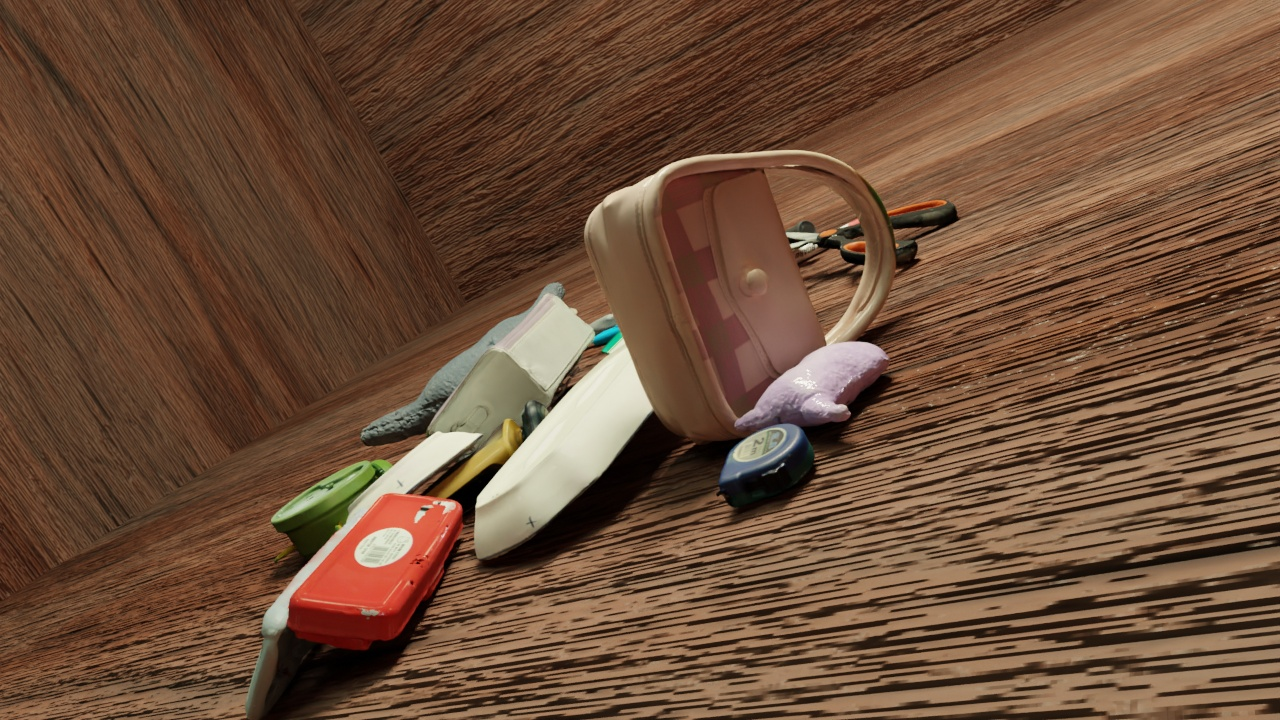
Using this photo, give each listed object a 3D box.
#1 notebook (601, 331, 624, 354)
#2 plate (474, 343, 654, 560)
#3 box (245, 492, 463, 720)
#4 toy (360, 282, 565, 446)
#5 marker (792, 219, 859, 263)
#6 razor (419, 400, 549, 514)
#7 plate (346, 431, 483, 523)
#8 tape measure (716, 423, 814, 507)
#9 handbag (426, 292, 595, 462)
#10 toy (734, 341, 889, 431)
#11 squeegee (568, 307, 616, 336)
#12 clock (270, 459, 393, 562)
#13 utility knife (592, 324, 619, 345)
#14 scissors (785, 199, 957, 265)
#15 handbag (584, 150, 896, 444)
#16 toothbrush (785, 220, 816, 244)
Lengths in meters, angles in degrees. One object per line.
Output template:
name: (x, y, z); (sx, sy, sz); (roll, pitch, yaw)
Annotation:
notebook: (0.042, -0.079, 1.042); (0.209, 0.012, 0.150); (-46, 12, -6)
plate: (-0.047, 0.053, 0.730); (0.162, 0.034, 0.264); (-32, 13, 43)
box: (-0.206, 0.176, 0.679); (0.112, 0.100, 0.201); (7, 13, 1)
toy: (-0.209, 0.013, 1.224); (0.355, 0.091, 0.138); (-40, 35, -22)
marker: (0.214, -0.138, 1.100); (0.145, 0.017, 0.017); (-27, 12, 8)
razor: (-0.142, 0.105, 0.821); (0.167, 0.062, 0.067); (-36, 37, -10)
plate: (-0.222, 0.115, 0.869); (0.164, 0.034, 0.164); (-41, 2, -15)
tape measure: (0.075, 0.061, 0.542); (0.055, 0.025, 0.058); (-21, 17, 24)
handbag: (-0.139, 0.024, 1.029); (0.145, 0.098, 0.196); (-41, 7, 23)
toy: (0.121, 0.015, 0.598); (0.084, 0.039, 0.107); (-7, 17, 46)
squeegee: (-0.081, -0.045, 1.341); (0.247, 0.039, 0.245); (-15, 15, 38)
clock: (-0.326, 0.157, 1.001); (0.116, 0.056, 0.161); (-24, 13, 20)
utility knife: (-0.033, -0.039, 1.253); (0.210, 0.018, 0.034); (-19, 15, 43)
scissors: (0.215, -0.124, 0.936); (0.230, 0.022, 0.221); (-19, 20, -4)
handbag: (0.093, -0.063, 0.670); (0.233, 0.193, 0.093); (-25, 11, -27)
toothbrush: (0.151, -0.132, 1.154); (0.027, 0.026, 0.213); (8, -13, -22)
